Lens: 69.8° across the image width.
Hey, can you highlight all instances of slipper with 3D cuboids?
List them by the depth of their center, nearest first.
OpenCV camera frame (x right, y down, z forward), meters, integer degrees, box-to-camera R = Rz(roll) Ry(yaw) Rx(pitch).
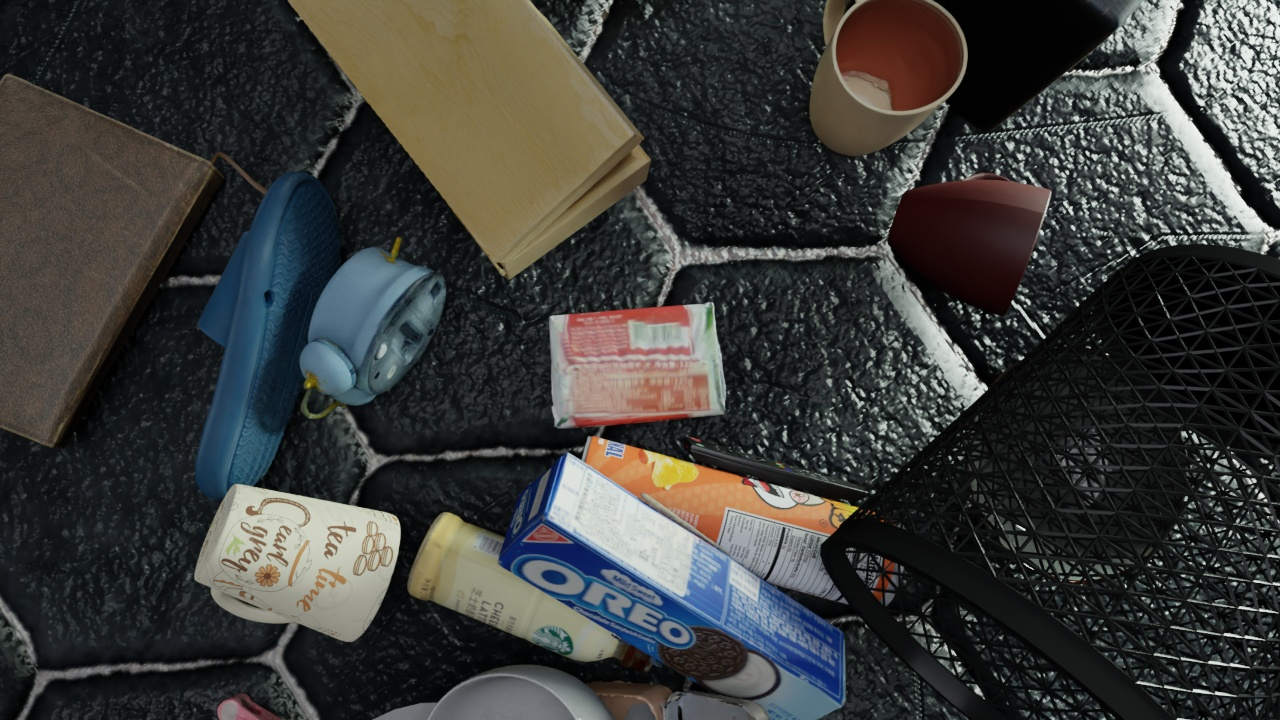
[{"bbox_3d":[-0.243,-0.018,0.577,0.059,0.104,0.213,15,87,1],"label":"slipper"}]

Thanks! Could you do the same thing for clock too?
[{"bbox_3d":[-0.175,-0.015,0.585,0.051,0.089,0.124,29,80,5],"label":"clock"}]

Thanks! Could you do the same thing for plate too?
[{"bbox_3d":[-0.134,0.310,0.585,0.173,0.019,0.172,0,84,-3],"label":"plate"}]

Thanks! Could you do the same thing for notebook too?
[{"bbox_3d":[-0.370,-0.060,0.595,0.190,0.034,0.215,24,76,-4],"label":"notebook"}]

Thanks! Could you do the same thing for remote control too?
[{"bbox_3d":[0.090,0.074,0.615,0.124,0.039,0.010,16,93,-7],"label":"remote control"}]

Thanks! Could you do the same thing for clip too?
[{"bbox_3d":[-0.242,0.233,0.580,0.059,0.038,0.022,29,86,4],"label":"clip"}]

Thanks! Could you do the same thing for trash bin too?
[{"bbox_3d":[0.259,0.080,0.488,0.217,0.217,0.243,44,77,2],"label":"trash bin"}]

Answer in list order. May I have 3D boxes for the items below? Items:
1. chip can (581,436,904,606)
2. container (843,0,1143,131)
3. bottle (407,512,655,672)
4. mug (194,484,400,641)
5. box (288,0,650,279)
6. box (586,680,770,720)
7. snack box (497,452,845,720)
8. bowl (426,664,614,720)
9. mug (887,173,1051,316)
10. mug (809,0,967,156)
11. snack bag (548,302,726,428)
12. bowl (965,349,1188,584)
[{"bbox_3d":[0.060,0.106,0.596,0.210,0.062,0.062,15,83,-1],"label":"chip can"},{"bbox_3d":[0.221,-0.239,0.582,0.145,0.187,0.071,40,86,2],"label":"container"},{"bbox_3d":[-0.064,0.152,0.588,0.162,0.056,0.056,22,83,0],"label":"bottle"},{"bbox_3d":[-0.220,0.129,0.566,0.097,0.122,0.081,25,40,-26],"label":"mug"},{"bbox_3d":[-0.120,-0.192,0.595,0.140,0.123,0.249,-37,86,-10],"label":"box"},{"bbox_3d":[0.022,0.306,0.543,0.154,0.058,0.216,-9,82,33],"label":"box"},{"bbox_3d":[0.025,0.145,0.555,0.226,0.059,0.059,36,127,-16],"label":"snack box"},{"bbox_3d":[-0.063,0.247,0.543,0.132,0.064,0.131,-5,79,27],"label":"bowl"},{"bbox_3d":[0.222,-0.094,0.628,0.088,0.087,0.113,20,54,17],"label":"mug"},{"bbox_3d":[0.151,-0.198,0.615,0.085,0.104,0.111,-18,84,-6],"label":"mug"},{"bbox_3d":[-0.004,0.004,0.618,0.116,0.036,0.077,-5,85,-4],"label":"snack bag"},{"bbox_3d":[0.279,0.070,0.616,0.150,0.057,0.150,0,83,-3],"label":"bowl"}]
